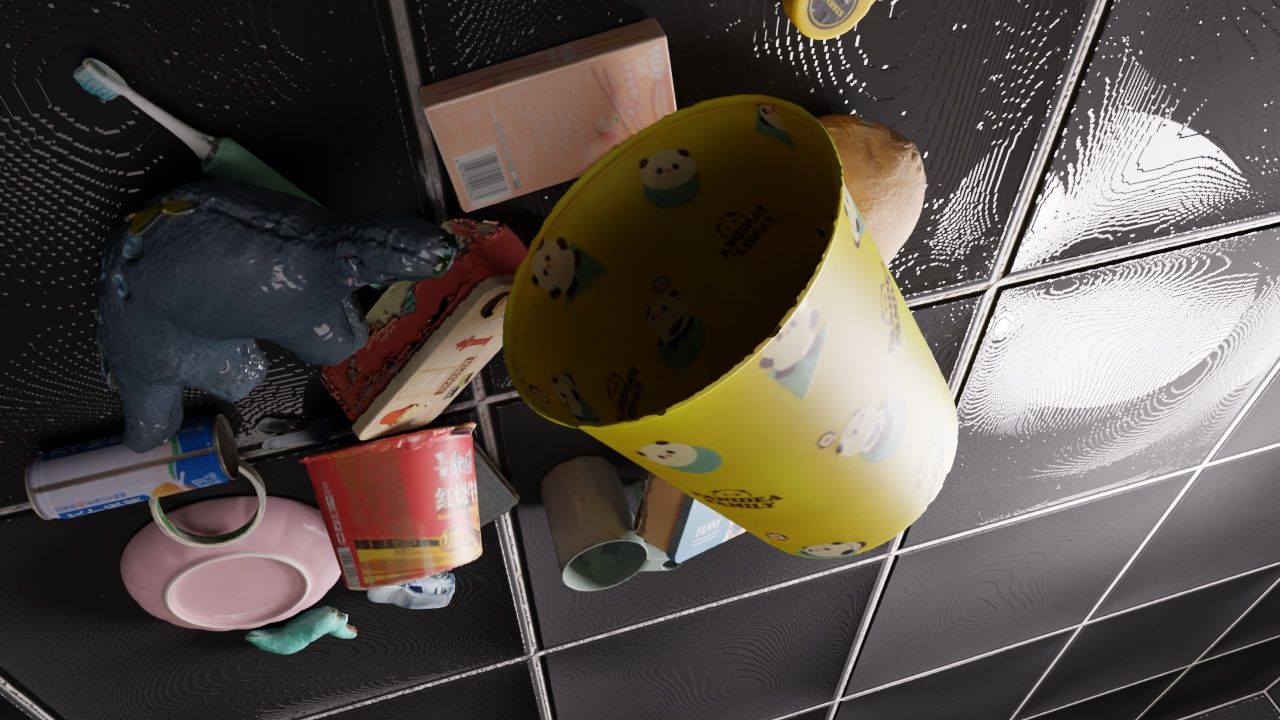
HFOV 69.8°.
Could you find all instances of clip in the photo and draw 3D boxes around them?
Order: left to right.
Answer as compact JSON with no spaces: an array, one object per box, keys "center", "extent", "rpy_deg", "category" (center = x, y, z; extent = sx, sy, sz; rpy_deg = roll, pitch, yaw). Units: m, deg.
[{"center":[-0.279,0.058,0.742],"extent":[0.056,0.029,0.025],"rpy_deg":[-4,140,-35],"category":"clip"}]

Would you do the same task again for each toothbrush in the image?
[{"center":[-0.237,-0.109,0.569],"extent":[0.027,0.026,0.224],"rpy_deg":[-26,141,21],"category":"toothbrush"}]

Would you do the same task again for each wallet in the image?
[{"center":[-0.189,0.128,0.843],"extent":[0.130,0.037,0.106],"rpy_deg":[-27,129,5],"category":"wallet"}]

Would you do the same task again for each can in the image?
[{"center":[-0.380,0.080,0.692],"extent":[0.134,0.053,0.053],"rpy_deg":[-13,139,-11],"category":"can"}]

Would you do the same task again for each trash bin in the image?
[{"center":[0.078,0.000,0.607],"extent":[0.230,0.229,0.255],"rpy_deg":[-35,132,15],"category":"trash bin"}]

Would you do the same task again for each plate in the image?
[{"center":[-0.365,0.196,0.836],"extent":[0.192,0.039,0.193],"rpy_deg":[-12,139,-11],"category":"plate"}]

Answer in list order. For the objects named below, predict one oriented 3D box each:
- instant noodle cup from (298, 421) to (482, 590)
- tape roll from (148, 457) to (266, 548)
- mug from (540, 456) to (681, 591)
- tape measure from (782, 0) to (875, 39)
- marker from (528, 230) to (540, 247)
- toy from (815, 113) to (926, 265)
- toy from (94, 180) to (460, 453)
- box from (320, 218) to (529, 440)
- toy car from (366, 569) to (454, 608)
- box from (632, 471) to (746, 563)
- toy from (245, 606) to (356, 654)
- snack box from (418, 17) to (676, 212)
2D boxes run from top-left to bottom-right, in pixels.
[{"center":[-0.191,0.114,0.726],"extent":[0.138,0.108,0.138],"rpy_deg":[-11,178,0],"category":"instant noodle cup"},{"center":[-0.352,0.114,0.749],"extent":[0.085,0.014,0.086],"rpy_deg":[-7,115,-15],"category":"tape roll"},{"center":[-0.030,0.157,0.892],"extent":[0.123,0.103,0.084],"rpy_deg":[5,132,-30],"category":"mug"},{"center":[0.118,-0.236,0.584],"extent":[0.060,0.029,0.057],"rpy_deg":[24,121,-40],"category":"tape measure"},{"center":[-0.101,-0.053,0.695],"extent":[0.132,0.020,0.022],"rpy_deg":[-45,156,25],"category":"marker"},{"center":[0.130,-0.088,0.720],"extent":[0.143,0.082,0.227],"rpy_deg":[12,134,-14],"category":"toy"},{"center":[-0.252,-0.038,0.557],"extent":[0.357,0.091,0.138],"rpy_deg":[-21,109,33],"category":"toy"},{"center":[-0.152,-0.027,0.654],"extent":[0.169,0.077,0.091],"rpy_deg":[-44,165,24],"category":"box"},{"center":[-0.235,0.235,0.942],"extent":[0.090,0.034,0.043],"rpy_deg":[10,134,-30],"category":"toy car"},{"center":[0.062,0.126,0.867],"extent":[0.183,0.059,0.090],"rpy_deg":[-12,122,-56],"category":"box"},{"center":[-0.341,0.280,0.947],"extent":[0.092,0.030,0.096],"rpy_deg":[-26,145,9],"category":"toy"},{"center":[-0.055,-0.158,0.596],"extent":[0.157,0.026,0.084],"rpy_deg":[-18,139,-4],"category":"snack box"}]
